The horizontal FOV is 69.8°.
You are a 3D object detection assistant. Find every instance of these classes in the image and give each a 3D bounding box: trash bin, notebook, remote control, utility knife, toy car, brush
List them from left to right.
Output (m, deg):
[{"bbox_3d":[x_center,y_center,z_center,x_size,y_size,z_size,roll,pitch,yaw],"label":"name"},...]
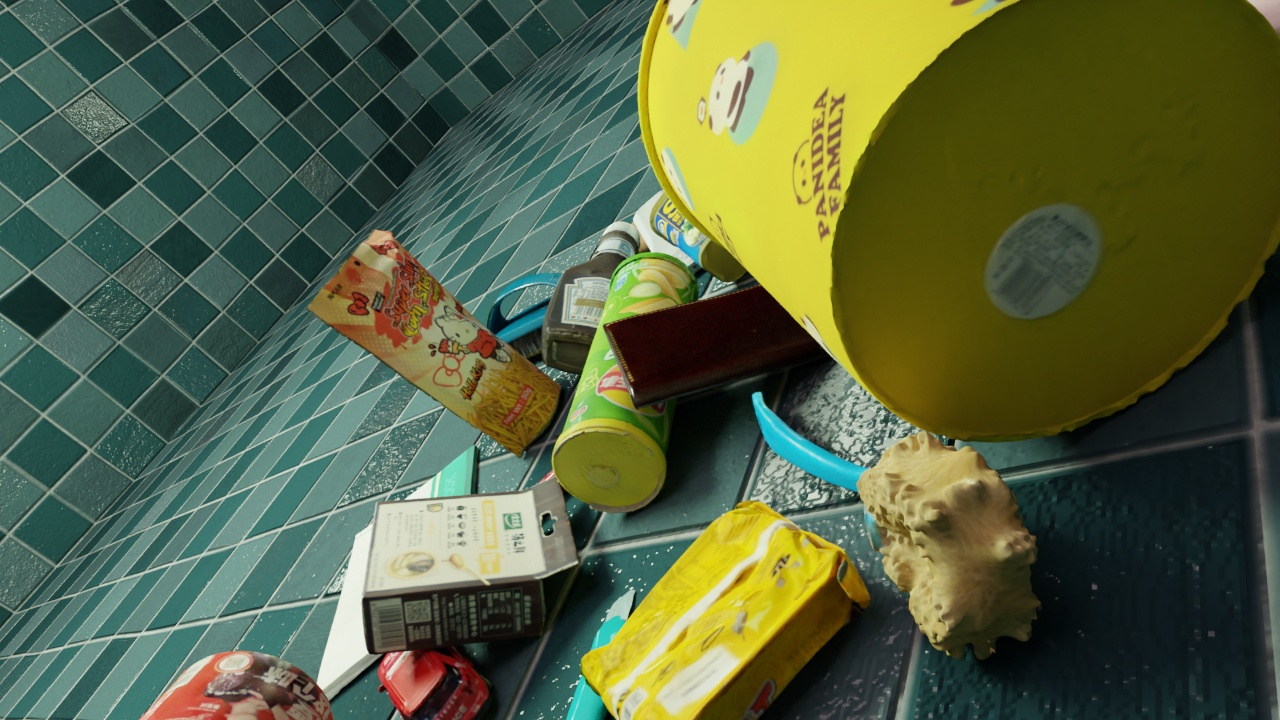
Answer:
[{"bbox_3d":[-0.193,0.164,0.758,0.150,0.012,0.209,-39,23,9],"label":"notebook"},{"bbox_3d":[-0.130,0.193,0.561,0.052,0.045,0.121,-49,21,-17],"label":"toy car"},{"bbox_3d":[-0.100,-0.046,0.887,0.144,0.073,0.055,-22,22,41],"label":"brush"},{"bbox_3d":[-0.026,0.180,0.454,0.029,0.013,0.170,-26,25,30],"label":"utility knife"},{"bbox_3d":[0.028,-0.113,0.828,0.049,0.024,0.124,-40,39,11],"label":"remote control"},{"bbox_3d":[0.095,0.053,0.418,0.046,0.083,0.254,-22,14,-8],"label":"brush"},{"bbox_3d":[0.134,-0.105,0.440,0.230,0.229,0.255,-39,29,10],"label":"trash bin"}]

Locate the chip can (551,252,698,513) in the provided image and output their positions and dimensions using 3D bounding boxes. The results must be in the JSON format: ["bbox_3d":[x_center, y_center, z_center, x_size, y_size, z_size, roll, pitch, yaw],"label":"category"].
[{"bbox_3d":[-0.004,0.004,0.645,0.073,0.072,0.220,-30,26,29],"label":"chip can"}]

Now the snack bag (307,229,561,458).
[{"bbox_3d":[-0.164,-0.014,0.764,0.073,0.208,0.128,-35,22,30],"label":"snack bag"}]

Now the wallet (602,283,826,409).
[{"bbox_3d":[0.043,-0.014,0.582,0.122,0.020,0.096,-15,31,-7],"label":"wallet"}]

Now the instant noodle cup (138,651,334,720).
[{"bbox_3d":[-0.256,0.253,0.560,0.138,0.138,0.108,-37,15,14],"label":"instant noodle cup"}]

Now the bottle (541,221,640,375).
[{"bbox_3d":[-0.032,-0.061,0.804,0.194,0.080,0.044,-75,-6,-52],"label":"bottle"}]

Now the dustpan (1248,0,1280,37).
[{"bbox_3d":[0.243,-0.240,0.498,0.138,0.222,0.273,-34,9,-10],"label":"dustpan"}]

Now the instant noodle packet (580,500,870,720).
[{"bbox_3d":[0.033,0.125,0.412,0.128,0.044,0.111,-43,16,-9],"label":"instant noodle packet"}]

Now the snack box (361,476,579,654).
[{"bbox_3d":[-0.108,0.126,0.583,0.125,0.053,0.113,-2,21,-11],"label":"snack box"}]

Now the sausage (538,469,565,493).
[{"bbox_3d":[-0.069,0.096,0.660,0.156,0.020,0.020,-44,23,-3],"label":"sausage"}]

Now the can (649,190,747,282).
[{"bbox_3d":[0.067,-0.122,0.729,0.102,0.057,0.083,-53,40,9],"label":"can"}]

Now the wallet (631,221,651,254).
[{"bbox_3d":[0.029,-0.146,0.921,0.101,0.020,0.115,-16,33,43],"label":"wallet"}]
